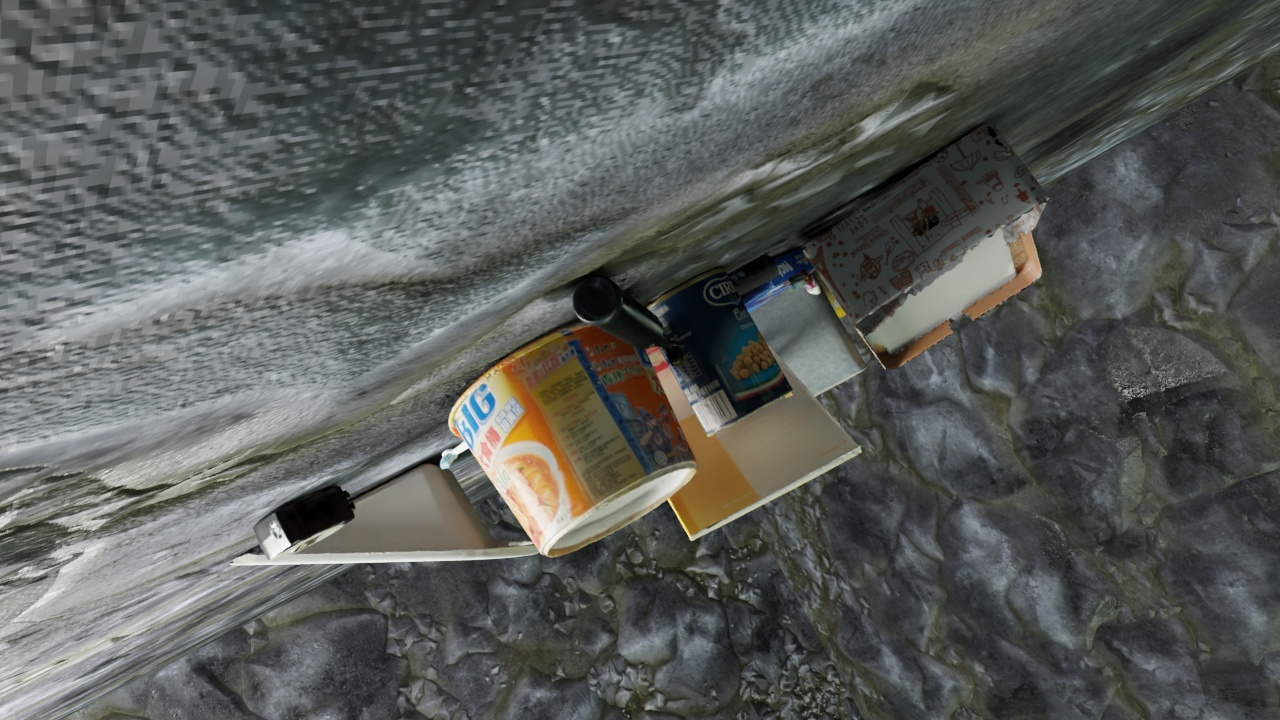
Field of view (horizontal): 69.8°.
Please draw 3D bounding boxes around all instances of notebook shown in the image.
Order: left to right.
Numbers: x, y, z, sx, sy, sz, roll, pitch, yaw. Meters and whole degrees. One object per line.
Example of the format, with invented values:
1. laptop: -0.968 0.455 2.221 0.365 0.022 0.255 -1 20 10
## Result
1. notebook: 0.066 0.046 0.754 0.146 0.010 0.206 -27 -142 -4

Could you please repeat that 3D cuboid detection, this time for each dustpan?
1. dustpan: -0.249 0.203 0.973 0.257 0.142 0.223 -29 175 -9

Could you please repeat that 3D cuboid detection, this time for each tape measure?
1. tape measure: -0.269 0.131 0.727 0.066 0.033 0.065 -33 172 37

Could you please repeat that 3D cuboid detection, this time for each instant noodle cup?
1. instant noodle cup: -0.039 0.056 0.628 0.151 0.111 0.151 -28 163 -9

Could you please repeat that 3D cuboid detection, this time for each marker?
1. marker: 0.054 -0.049 0.762 0.132 0.020 0.022 -28 164 -3

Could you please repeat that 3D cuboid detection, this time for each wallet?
1. wallet: 0.151 -0.023 0.930 0.107 0.129 0.037 -29 172 11

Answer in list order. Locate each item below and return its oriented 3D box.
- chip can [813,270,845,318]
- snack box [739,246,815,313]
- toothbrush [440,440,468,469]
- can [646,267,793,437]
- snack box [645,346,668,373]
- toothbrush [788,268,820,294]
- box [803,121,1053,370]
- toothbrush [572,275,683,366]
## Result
1. chip can: 0.284 -0.112 1.123 0.213 0.072 0.072 -27 175 -9
2. snack box: 0.087 -0.053 0.864 0.084 0.026 0.158 -24 173 -47
3. toothbrush: -0.128 0.055 0.785 0.222 0.026 0.026 -34 -152 50
4. can: 0.059 -0.005 0.704 0.075 0.111 0.075 -28 175 -3
5. snack box: -0.007 0.000 0.793 0.153 0.025 0.075 -28 -170 -7
6. toothbrush: 0.147 -0.067 0.813 0.017 0.016 0.187 -25 176 13
7. box: 0.260 -0.085 0.818 0.179 0.102 0.260 -34 165 14
8. toothbrush: 0.002 -0.018 0.572 0.026 0.027 0.212 -20 168 11
